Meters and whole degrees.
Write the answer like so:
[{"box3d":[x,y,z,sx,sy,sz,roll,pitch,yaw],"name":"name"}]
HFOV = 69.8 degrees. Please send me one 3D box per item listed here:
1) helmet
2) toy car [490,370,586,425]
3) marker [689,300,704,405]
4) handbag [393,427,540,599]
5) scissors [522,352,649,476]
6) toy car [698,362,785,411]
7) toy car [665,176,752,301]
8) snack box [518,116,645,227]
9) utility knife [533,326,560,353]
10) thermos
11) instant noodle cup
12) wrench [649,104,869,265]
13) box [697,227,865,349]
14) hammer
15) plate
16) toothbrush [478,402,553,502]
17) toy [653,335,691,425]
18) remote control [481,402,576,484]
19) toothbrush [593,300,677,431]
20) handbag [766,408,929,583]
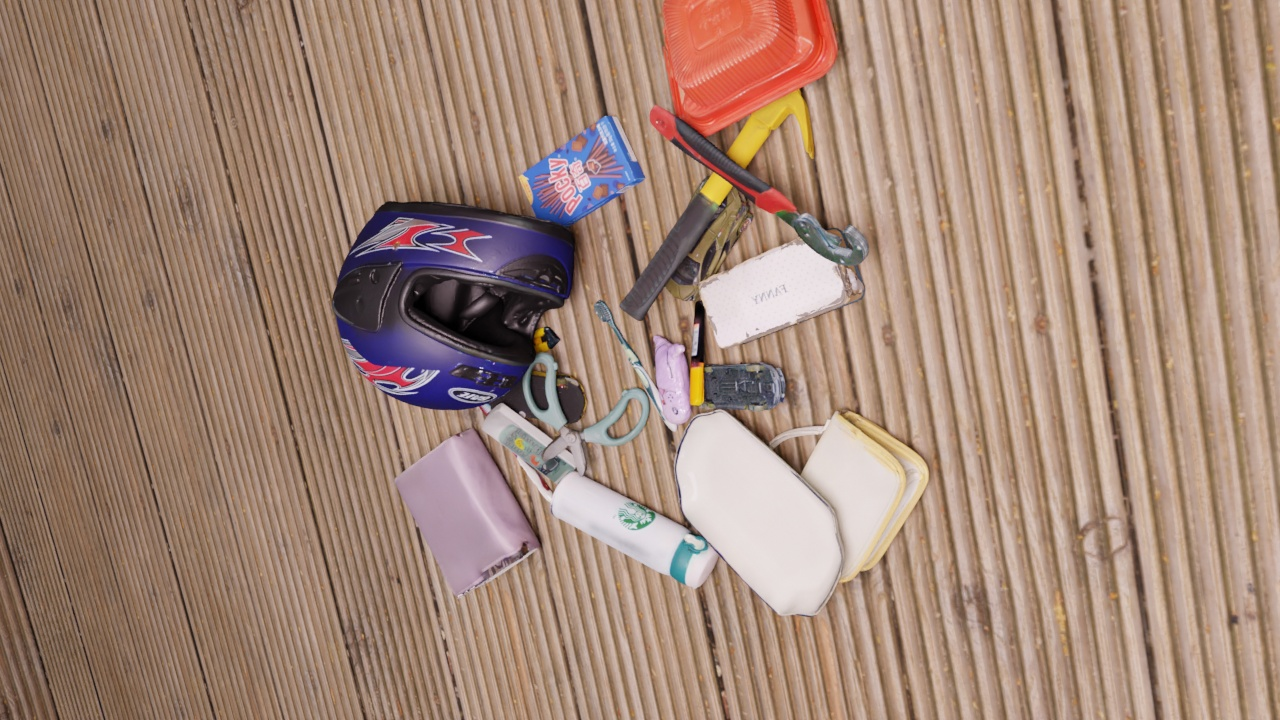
[{"box3d":[-0.230,-0.057,1.127,0.316,0.247,0.240,7,88,40],"name":"helmet"},{"box3d":[-0.138,0.047,1.223,0.156,0.041,0.071,6,106,25],"name":"toy car"},{"box3d":[0.068,-0.009,1.071,0.018,0.015,0.123,-11,75,57],"name":"marker"},{"box3d":[-0.240,0.212,1.298,0.145,0.098,0.197,-37,80,35],"name":"handbag"},{"box3d":[-0.083,0.056,1.172,0.170,0.019,0.178,-35,93,20],"name":"scissors"},{"box3d":[0.112,0.030,1.061,0.121,0.036,0.054,-2,96,43],"name":"toy car"},{"box3d":[0.070,-0.136,1.045,0.070,0.042,0.158,39,122,19],"name":"toy car"},{"box3d":[-0.075,-0.223,1.124,0.158,0.026,0.084,-25,88,35],"name":"snack box"},{"box3d":[-0.190,-0.009,1.259,0.204,0.015,0.033,-16,90,35],"name":"utility knife"},{"box3d":[-0.007,0.214,1.164,0.224,0.073,0.073,23,113,26],"name":"thermos"},{"box3d":[0.092,-0.332,0.927,0.189,0.079,0.164,-22,68,33],"name":"instant noodle cup"},{"box3d":[0.114,-0.177,0.927,0.273,0.016,0.056,38,155,17],"name":"wrench"},{"box3d":[0.145,-0.074,1.000,0.185,0.061,0.090,-19,90,37],"name":"box"},{"box3d":[0.073,-0.172,0.988,0.129,0.032,0.301,40,102,21],"name":"hammer"},{"box3d":[0.135,0.167,1.039,0.266,0.034,0.162,42,126,39],"name":"plate"},{"box3d":[-0.171,0.124,1.282,0.017,0.016,0.187,-44,77,23],"name":"toothbrush"},{"box3d":[0.041,0.026,1.096,0.084,0.039,0.108,-157,60,-70],"name":"toy"},{"box3d":[-0.148,0.112,1.225,0.135,0.019,0.056,38,134,-7],"name":"remote control"},{"box3d":[-0.007,0.007,1.143,0.016,0.018,0.191,-36,82,34],"name":"toothbrush"},{"box3d":[0.212,0.132,1.016,0.179,0.063,0.164,41,121,35],"name":"handbag"}]
